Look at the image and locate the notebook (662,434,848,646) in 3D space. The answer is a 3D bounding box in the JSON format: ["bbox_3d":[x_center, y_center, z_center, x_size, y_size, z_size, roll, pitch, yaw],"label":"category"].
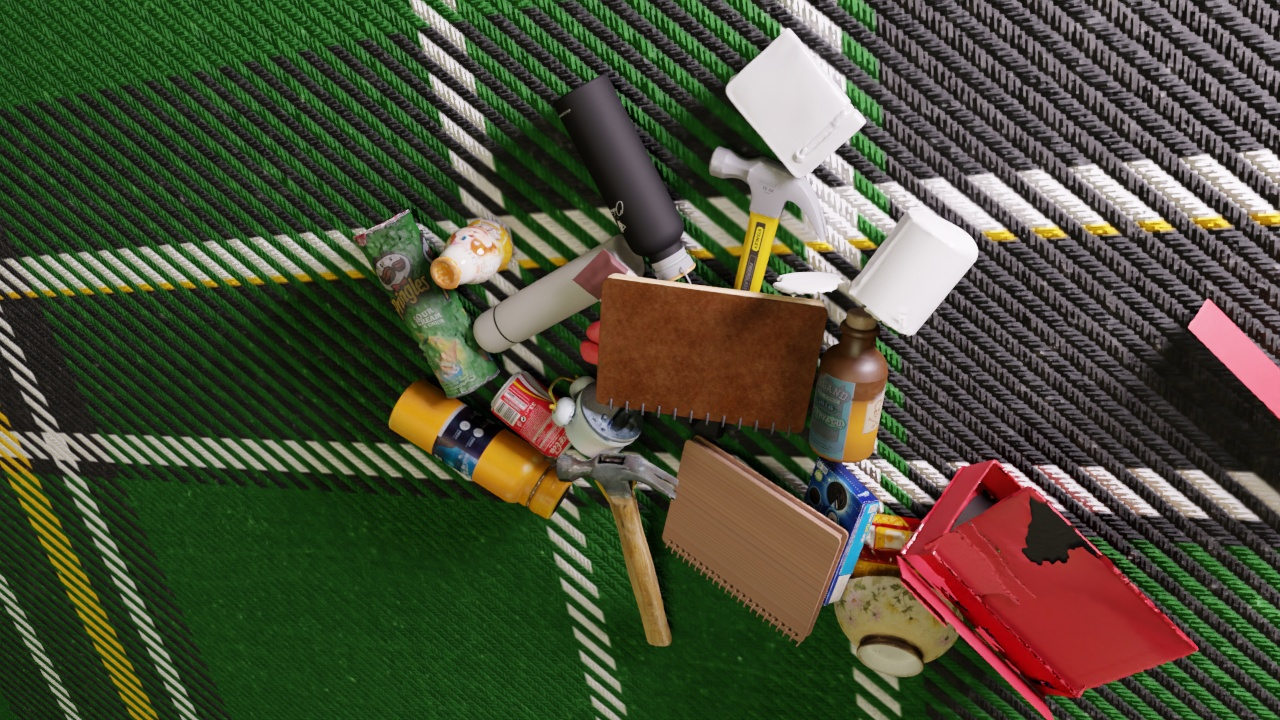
[{"bbox_3d":[0.120,0.205,1.045,0.210,0.022,0.169,32,127,30],"label":"notebook"}]

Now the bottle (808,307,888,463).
[{"bbox_3d":[0.212,0.022,0.925,0.068,0.067,0.157,12,119,18],"label":"bottle"}]

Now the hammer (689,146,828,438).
[{"bbox_3d":[0.105,-0.052,0.959,0.127,0.029,0.324,19,122,14],"label":"hammer"}]

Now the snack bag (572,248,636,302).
[{"bbox_3d":[0.006,-0.053,0.962,0.158,0.013,0.057,37,130,-16],"label":"snack bag"}]

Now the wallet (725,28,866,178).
[{"bbox_3d":[0.142,-0.235,0.848,0.086,0.032,0.116,-36,96,22],"label":"wallet"}]

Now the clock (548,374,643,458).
[{"bbox_3d":[-0.054,0.060,1.053,0.117,0.083,0.057,41,130,-2],"label":"clock"}]

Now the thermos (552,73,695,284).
[{"bbox_3d":[-0.006,-0.168,0.926,0.061,0.061,0.231,-21,106,30],"label":"thermos"}]

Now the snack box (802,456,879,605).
[{"bbox_3d":[0.208,0.188,1.007,0.082,0.027,0.150,51,139,48],"label":"snack box"}]

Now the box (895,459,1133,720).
[{"bbox_3d":[0.292,0.309,0.777,0.215,0.508,0.141,45,139,-2],"label":"box"}]

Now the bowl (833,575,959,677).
[{"bbox_3d":[0.281,0.304,1.016,0.145,0.063,0.145,13,140,11],"label":"bowl"}]

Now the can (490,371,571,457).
[{"bbox_3d":[-0.121,0.066,1.094,0.105,0.064,0.064,39,124,1],"label":"can"}]

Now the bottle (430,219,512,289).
[{"bbox_3d":[-0.187,-0.113,1.005,0.063,0.108,0.063,10,120,18],"label":"bottle"}]

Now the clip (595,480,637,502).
[{"bbox_3d":[-0.027,0.154,1.121,0.050,0.044,0.054,-14,109,55],"label":"clip"}]

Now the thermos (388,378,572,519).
[{"bbox_3d":[-0.195,0.113,1.152,0.233,0.091,0.076,30,92,6],"label":"thermos"}]

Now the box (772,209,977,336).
[{"bbox_3d":[0.214,-0.087,0.847,0.143,0.083,0.138,31,112,-4],"label":"box"}]

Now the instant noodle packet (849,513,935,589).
[{"bbox_3d":[0.289,0.216,1.008,0.136,0.039,0.099,5,116,20],"label":"instant noodle packet"}]

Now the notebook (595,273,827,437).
[{"bbox_3d":[0.068,-0.003,0.958,0.225,0.024,0.168,8,124,5],"label":"notebook"}]

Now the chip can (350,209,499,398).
[{"bbox_3d":[-0.249,-0.062,1.079,0.076,0.075,0.223,-20,106,30],"label":"chip can"}]

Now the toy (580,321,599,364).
[{"bbox_3d":[-0.006,0.006,1.024,0.135,0.045,0.092,35,122,-4],"label":"toy"}]

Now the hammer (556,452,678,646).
[{"bbox_3d":[-0.001,0.238,1.112,0.132,0.033,0.331,-2,128,14],"label":"hammer"}]

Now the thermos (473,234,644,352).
[{"bbox_3d":[-0.097,-0.069,1.022,0.225,0.052,0.052,-25,103,32],"label":"thermos"}]
